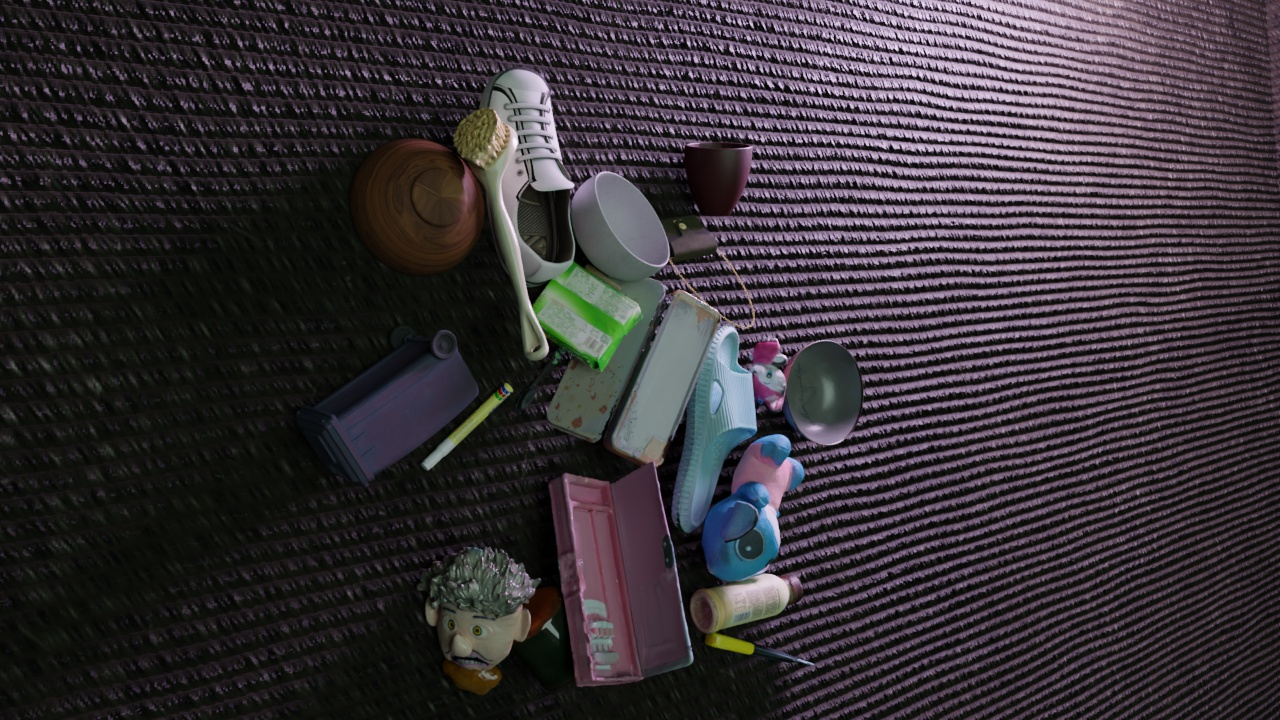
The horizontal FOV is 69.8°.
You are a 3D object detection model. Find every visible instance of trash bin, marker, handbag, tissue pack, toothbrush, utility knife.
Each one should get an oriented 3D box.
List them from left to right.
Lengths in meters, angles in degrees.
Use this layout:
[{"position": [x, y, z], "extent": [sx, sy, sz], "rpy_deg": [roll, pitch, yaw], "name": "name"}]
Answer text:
[{"position": [-0.256, 0.043, 0.925], "extent": [0.160, 0.094, 0.092], "rpy_deg": [-40, 119, -30], "name": "trash bin"}, {"position": [-0.191, 0.073, 1.015], "extent": [0.132, 0.014, 0.014], "rpy_deg": [-46, 113, -27], "name": "marker"}, {"position": [-0.090, -0.016, 1.079], "extent": [0.014, 0.017, 0.187], "rpy_deg": [44, 70, -26], "name": "toothbrush"}, {"position": [-0.066, -0.055, 1.070], "extent": [0.114, 0.034, 0.099], "rpy_deg": [34, 67, 5], "name": "tissue pack"}, {"position": [0.085, -0.110, 1.143], "extent": [0.083, 0.028, 0.178], "rpy_deg": [-15, 60, -34], "name": "handbag"}, {"position": [0.165, 0.394, 1.240], "extent": [0.197, 0.029, 0.020], "rpy_deg": [23, 80, -31], "name": "utility knife"}]

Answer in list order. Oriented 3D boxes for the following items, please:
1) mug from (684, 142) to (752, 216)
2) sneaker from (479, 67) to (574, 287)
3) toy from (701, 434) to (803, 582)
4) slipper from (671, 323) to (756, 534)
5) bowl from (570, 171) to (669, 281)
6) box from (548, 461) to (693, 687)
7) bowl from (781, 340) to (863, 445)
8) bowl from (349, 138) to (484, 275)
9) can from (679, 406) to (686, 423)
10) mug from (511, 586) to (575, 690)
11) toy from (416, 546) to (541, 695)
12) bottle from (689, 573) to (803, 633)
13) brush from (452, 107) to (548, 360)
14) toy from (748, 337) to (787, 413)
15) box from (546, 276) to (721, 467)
[{"position": [0.104, -0.238, 1.201], "extent": [0.113, 0.087, 0.088], "rpy_deg": [-38, 132, -62], "name": "mug"}, {"position": [-0.117, -0.209, 1.025], "extent": [0.091, 0.097, 0.245], "rpy_deg": [-4, 91, -35], "name": "sneaker"}, {"position": [0.141, 0.184, 1.149], "extent": [0.191, 0.099, 0.224], "rpy_deg": [-60, 157, -20], "name": "toy"}, {"position": [0.099, 0.087, 1.164], "extent": [0.116, 0.070, 0.276], "rpy_deg": [25, 76, -62], "name": "slipper"}, {"position": [-0.032, -0.151, 1.086], "extent": [0.131, 0.065, 0.131], "rpy_deg": [37, 36, -33], "name": "bowl"}, {"position": [-0.019, 0.229, 1.012], "extent": [0.099, 0.115, 0.232], "rpy_deg": [21, 51, -48], "name": "box"}, {"position": [0.243, 0.046, 1.289], "extent": [0.150, 0.057, 0.150], "rpy_deg": [2, 87, -34], "name": "bowl"}, {"position": [-0.223, -0.167, 0.968], "extent": [0.147, 0.069, 0.147], "rpy_deg": [1, 87, -34], "name": "bowl"}, {"position": [0.037, 0.026, 1.156], "extent": [0.044, 0.044, 0.106], "rpy_deg": [5, 86, -34], "name": "can"}, {"position": [-0.093, 0.299, 1.033], "extent": [0.110, 0.085, 0.081], "rpy_deg": [-45, 111, -29], "name": "mug"}, {"position": [-0.177, 0.277, 0.968], "extent": [0.076, 0.133, 0.176], "rpy_deg": [-28, 123, -64], "name": "toy"}, {"position": [0.143, 0.316, 1.211], "extent": [0.161, 0.057, 0.056], "rpy_deg": [-3, 90, -35], "name": "bottle"}, {"position": [-0.140, -0.132, 0.967], "extent": [0.077, 0.062, 0.272], "rpy_deg": [-11, 88, -57], "name": "brush"}, {"position": [0.162, 0.019, 1.229], "extent": [0.050, 0.066, 0.102], "rpy_deg": [7, 86, -35], "name": "toy"}, {"position": [-0.006, 0.007, 1.100], "extent": [0.157, 0.063, 0.216], "rpy_deg": [23, 74, 4], "name": "box"}]
